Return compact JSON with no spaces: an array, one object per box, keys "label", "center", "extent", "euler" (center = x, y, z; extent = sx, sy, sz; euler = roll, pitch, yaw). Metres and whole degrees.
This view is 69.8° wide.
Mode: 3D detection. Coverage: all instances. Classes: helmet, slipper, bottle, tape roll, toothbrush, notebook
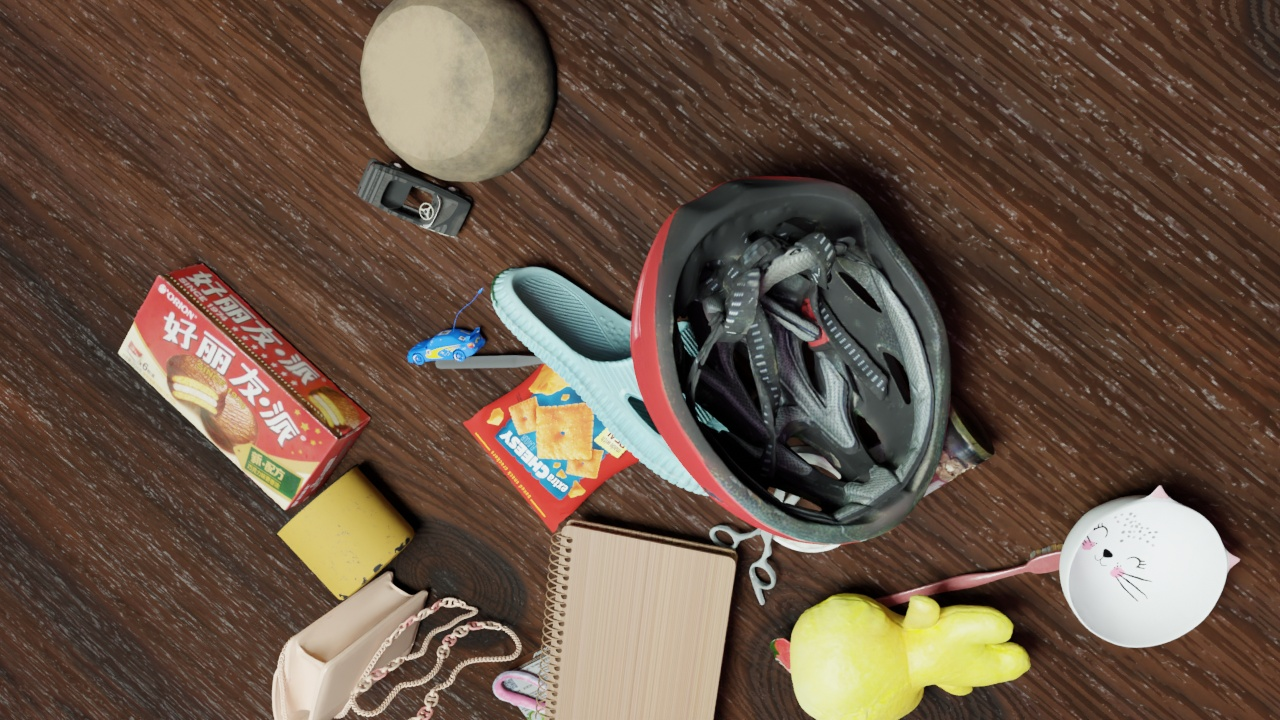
[{"label":"helmet","center":[0.104,0.003,0.661],"extent":[0.217,0.167,0.272],"euler":[-32,96,-17]},{"label":"slipper","center":[-0.004,0.004,0.744],"extent":[0.276,0.115,0.070],"euler":[41,128,7]},{"label":"bottle","center":[0.216,0.078,0.721],"extent":[0.105,0.056,0.056],"euler":[-39,92,26]},{"label":"tape roll","center":[0.142,0.118,0.782],"extent":[0.094,0.018,0.094],"euler":[6,110,17]},{"label":"toothbrush","center":[0.267,0.184,0.765],"extent":[0.185,0.015,0.015],"euler":[-24,99,27]},{"label":"toothbrush","center":[-0.121,0.001,0.818],"extent":[0.168,0.013,0.013],"euler":[-1,85,32]},{"label":"notebook","center":[-0.009,0.258,0.842],"extent":[0.169,0.022,0.210],"euler":[9,105,11]}]

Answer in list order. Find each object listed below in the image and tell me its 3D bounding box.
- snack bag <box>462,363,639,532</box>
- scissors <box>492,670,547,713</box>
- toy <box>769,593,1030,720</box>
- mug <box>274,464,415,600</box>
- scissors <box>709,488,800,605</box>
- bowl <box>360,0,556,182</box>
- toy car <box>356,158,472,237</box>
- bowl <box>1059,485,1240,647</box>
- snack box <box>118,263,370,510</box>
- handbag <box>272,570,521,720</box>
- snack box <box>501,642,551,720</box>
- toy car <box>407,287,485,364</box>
[{"label":"snack bag","center":[-0.070,0.066,0.824],"extent":[0.144,0.039,0.131],"euler":[-39,91,22]},{"label":"scissors","center":[-0.070,0.370,0.908],"extent":[0.170,0.013,0.175],"euler":[14,111,11]},{"label":"toy","center":[0.209,0.250,0.764],"extent":[0.208,0.092,0.134],"euler":[-22,113,19]},{"label":"mug","center":[-0.292,0.175,0.912],"extent":[0.094,0.100,0.124],"euler":[49,140,-4]},{"label":"scissors","center":[0.114,0.152,0.781],"extent":[0.120,0.014,0.160],"euler":[53,139,-4]},{"label":"bowl","center":[-0.154,-0.223,0.737],"extent":[0.162,0.070,0.162],"euler":[6,110,17]},{"label":"toy car","center":[-0.193,-0.137,0.784],"extent":[0.092,0.037,0.040],"euler":[21,117,-25]},{"label":"bowl","center":[0.367,0.151,0.688],"extent":[0.115,0.050,0.115],"euler":[0,102,1]},{"label":"snack box","center":[-0.393,0.025,0.911],"extent":[0.236,0.060,0.113],"euler":[43,115,1]},{"label":"handbag","center":[-0.245,0.319,0.885],"extent":[0.187,0.198,0.117],"euler":[24,114,19]},{"label":"snack box","center":[-0.046,0.369,0.925],"extent":[0.101,0.031,0.186],"euler":[-34,95,26]},{"label":"toy car","center":[-0.174,-0.032,0.828],"extent":[0.092,0.033,0.062],"euler":[-4,113,20]}]
